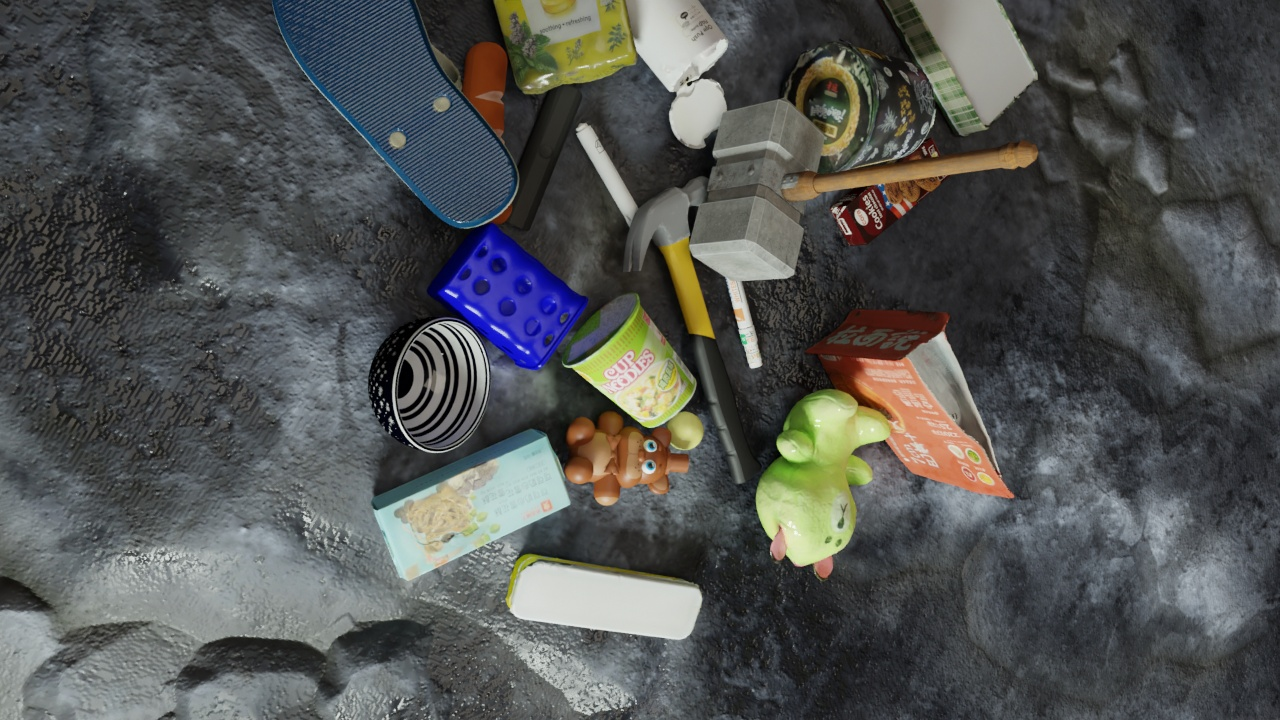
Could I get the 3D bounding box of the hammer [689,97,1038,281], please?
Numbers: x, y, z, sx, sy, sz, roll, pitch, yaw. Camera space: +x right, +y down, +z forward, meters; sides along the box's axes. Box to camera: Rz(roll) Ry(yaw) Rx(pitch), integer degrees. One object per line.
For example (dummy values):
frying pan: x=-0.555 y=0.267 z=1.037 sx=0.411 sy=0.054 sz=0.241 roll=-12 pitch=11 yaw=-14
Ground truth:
hammer: x=0.200 y=-0.167 z=0.836 sx=0.083 sy=0.318 sz=0.162 roll=26 pitch=73 yaw=-42

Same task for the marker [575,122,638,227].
marker: x=-0.027 y=-0.176 z=0.914 sx=0.020 sy=0.017 sz=0.133 roll=-47 pitch=113 yaw=-40

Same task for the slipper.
slipper: x=-0.215 y=-0.243 z=0.801 sx=0.118 sy=0.060 sz=0.295 roll=-36 pitch=96 yaw=-9

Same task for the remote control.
remote control: x=-0.095 y=-0.197 z=0.884 sx=0.033 sy=0.015 sz=0.146 roll=23 pitch=86 yaw=-24

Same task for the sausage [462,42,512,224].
sausage: x=-0.142 y=-0.208 z=0.847 sx=0.039 sy=0.044 sz=0.164 roll=-11 pitch=102 yaw=-60

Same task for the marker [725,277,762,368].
marker: x=0.106 y=-0.062 z=0.984 sx=0.017 sy=0.017 sz=0.145 roll=-21 pitch=102 yaw=-21

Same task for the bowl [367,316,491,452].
bowl: x=-0.199 y=0.019 z=0.825 sx=0.120 sy=0.066 sz=0.120 roll=-14 pitch=107 yaw=-56

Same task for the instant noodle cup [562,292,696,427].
instant noodle cup: x=-0.005 y=0.005 z=0.896 sx=0.098 sy=0.099 sz=0.108 roll=-48 pitch=110 yaw=-13

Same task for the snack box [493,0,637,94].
snack box: x=-0.077 y=-0.345 z=0.836 sx=0.121 sy=0.045 sz=0.181 roll=-12 pitch=101 yaw=7

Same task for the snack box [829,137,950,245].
snack box: x=0.284 y=-0.191 z=1.041 sx=0.140 sy=0.032 sz=0.051 roll=-38 pitch=108 yaw=-16

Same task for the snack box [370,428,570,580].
snack box: x=-0.159 y=0.133 z=0.869 sx=0.174 sy=0.053 sz=0.075 roll=-23 pitch=104 yaw=-19

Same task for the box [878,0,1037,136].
box: x=0.365 y=-0.372 z=1.052 sx=0.117 sy=0.051 sz=0.205 roll=-45 pitch=111 yaw=-16

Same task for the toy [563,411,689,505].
toy: x=-0.013 y=0.097 z=0.913 sx=0.127 sy=0.065 sz=0.094 roll=6 pitch=75 yaw=-13

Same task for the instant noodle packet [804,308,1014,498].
instant noodle packet: x=0.300 y=0.057 z=1.000 sx=0.083 sy=0.164 sz=0.221 roll=-39 pitch=108 yaw=-18

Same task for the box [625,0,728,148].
box: x=0.039 y=-0.297 z=0.908 sx=0.084 sy=0.126 sz=0.156 roll=-38 pitch=89 yaw=-20

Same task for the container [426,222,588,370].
container: x=-0.125 y=-0.060 z=0.848 sx=0.113 sy=0.084 sz=0.085 roll=39 pitch=77 yaw=-21

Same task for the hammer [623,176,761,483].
hammer: x=0.066 y=-0.019 z=0.956 sx=0.126 sy=0.029 sz=0.324 roll=-29 pitch=110 yaw=-35

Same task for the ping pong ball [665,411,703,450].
ping pong ball: x=0.046 y=0.073 z=0.958 sx=0.040 sy=0.040 sz=0.040 roll=-2 pitch=96 yaw=-23

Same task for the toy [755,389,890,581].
toy: x=0.188 y=0.129 z=0.998 sx=0.150 sy=0.107 sz=0.197 roll=24 pitch=94 yaw=-45

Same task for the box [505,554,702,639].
box: x=-0.034 y=0.244 z=0.942 sx=0.209 sy=0.037 sz=0.064 roll=15 pitch=91 yaw=-24

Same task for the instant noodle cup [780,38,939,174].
instant noodle cup: x=0.232 y=-0.264 z=0.965 sx=0.112 sy=0.137 sz=0.137 roll=-10 pitch=99 yaw=-33
